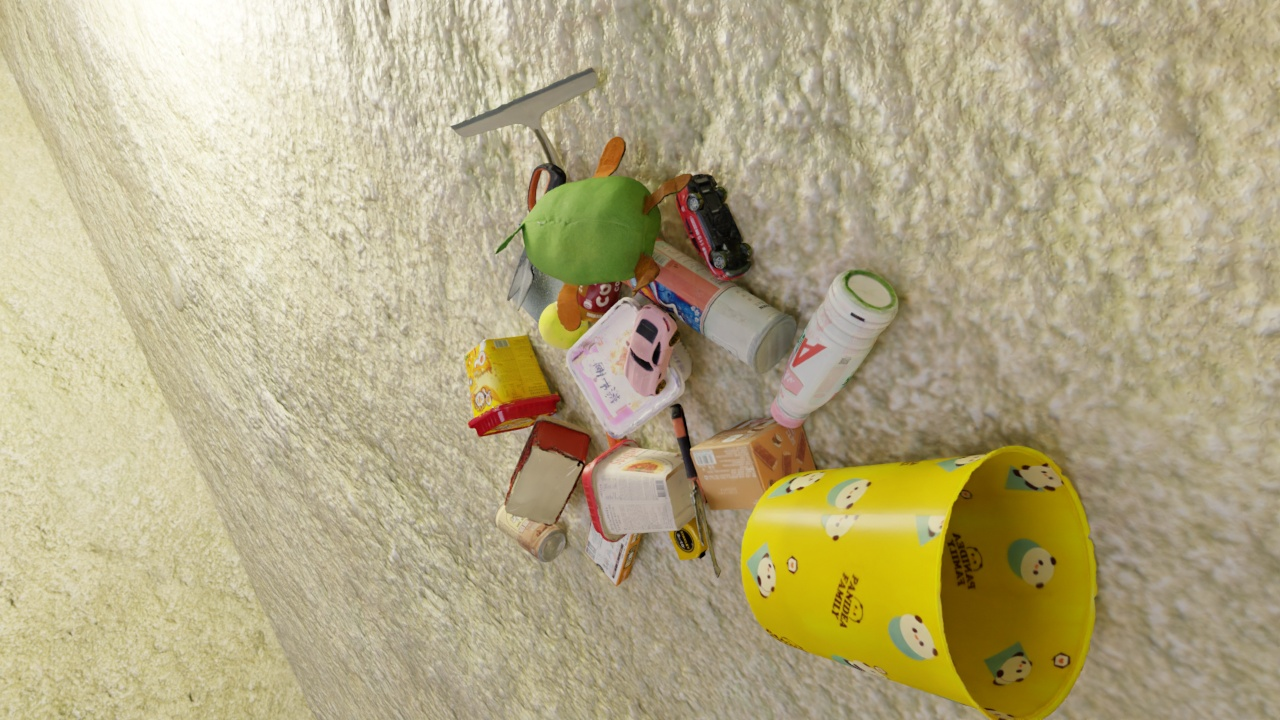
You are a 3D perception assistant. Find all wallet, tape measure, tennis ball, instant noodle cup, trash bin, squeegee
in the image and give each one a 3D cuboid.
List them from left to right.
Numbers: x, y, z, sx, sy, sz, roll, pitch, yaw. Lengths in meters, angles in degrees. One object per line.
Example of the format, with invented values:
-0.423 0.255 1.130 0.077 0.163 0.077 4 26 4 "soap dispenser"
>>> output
-0.196 0.035 1.337 0.116 0.115 0.123 -29 75 49 "instant noodle cup"
-0.134 -0.106 1.268 0.097 0.019 0.121 44 133 20 "wallet"
-0.103 -0.217 1.168 0.247 0.039 0.246 -9 108 38 "squeegee"
-0.103 -0.047 1.225 0.065 0.065 0.065 22 123 39 "tennis ball"
-0.007 0.007 1.154 0.138 0.060 0.174 59 140 8 "instant noodle cup"
0.007 0.169 1.185 0.124 0.116 0.117 -3 106 36 "instant noodle cup"
0.065 0.231 1.207 0.057 0.028 0.060 -22 92 50 "tape measure"
0.247 0.196 0.866 0.256 0.229 0.229 -8 102 54 "trash bin"

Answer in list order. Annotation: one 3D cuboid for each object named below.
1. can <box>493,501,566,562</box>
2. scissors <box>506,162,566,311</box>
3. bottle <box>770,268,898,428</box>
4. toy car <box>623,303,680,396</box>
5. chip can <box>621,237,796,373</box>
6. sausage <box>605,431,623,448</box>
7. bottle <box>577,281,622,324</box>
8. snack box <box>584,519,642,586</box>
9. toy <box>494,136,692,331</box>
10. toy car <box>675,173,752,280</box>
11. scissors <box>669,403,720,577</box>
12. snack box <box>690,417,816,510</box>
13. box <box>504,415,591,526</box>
-0.176 0.269 1.457 0.116 0.058 0.059 26 126 36 "can"
-0.137 -0.159 1.188 0.235 0.021 0.160 -24 92 47 "scissors"
0.189 -0.003 0.940 0.068 0.068 0.197 47 138 21 "bottle"
0.009 -0.009 1.059 0.056 0.037 0.123 39 133 30 "toy car"
0.069 -0.070 1.030 0.215 0.071 0.071 36 131 31 "chip can"
-0.024 0.149 1.268 0.021 0.021 0.165 -2 107 47 "sausage"
-0.041 -0.129 1.128 0.057 0.057 0.175 39 132 28 "bottle"
-0.040 0.256 1.313 0.075 0.026 0.154 42 143 24 "snack box"
-0.049 -0.143 1.024 0.247 0.090 0.226 10 80 43 "toy"
0.078 -0.143 1.001 0.045 0.052 0.120 -29 83 50 "toy car"
0.064 0.144 1.065 0.015 0.226 0.189 -16 91 6 "scissors"
0.128 0.115 1.036 0.093 0.094 0.077 -13 99 48 "snack box"
-0.139 0.167 1.327 0.091 0.080 0.169 19 133 -9 "box"
